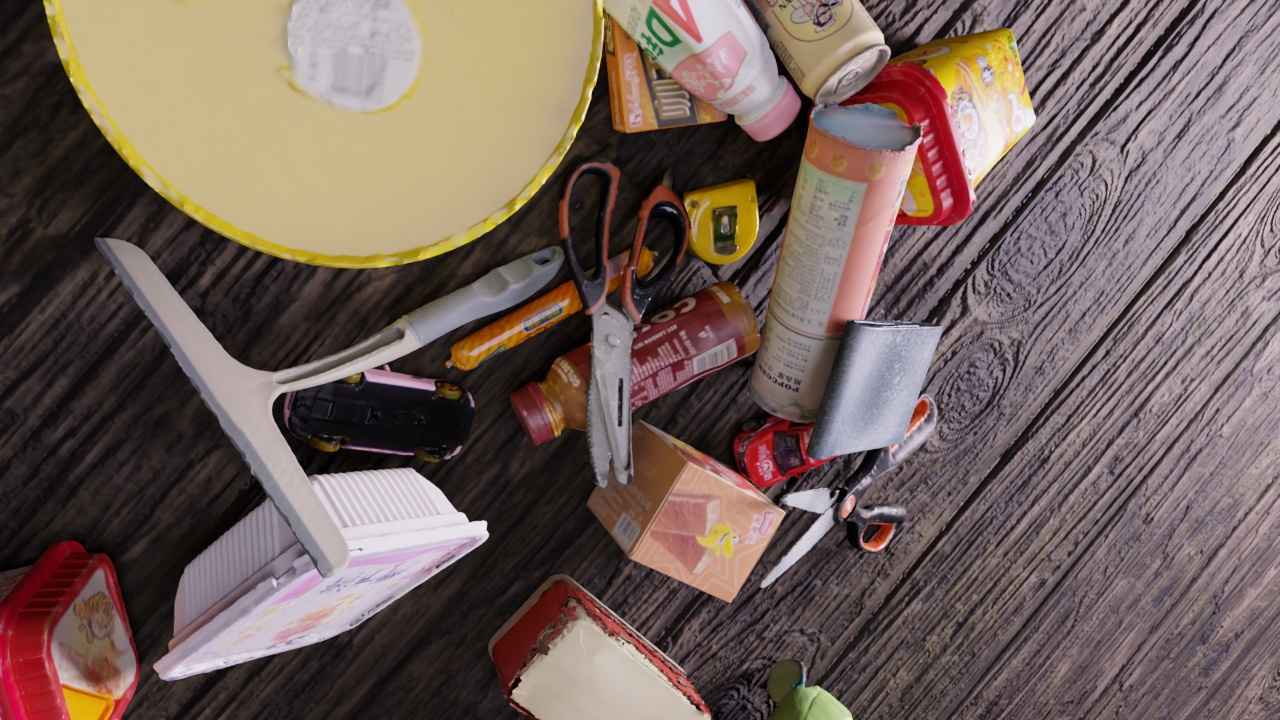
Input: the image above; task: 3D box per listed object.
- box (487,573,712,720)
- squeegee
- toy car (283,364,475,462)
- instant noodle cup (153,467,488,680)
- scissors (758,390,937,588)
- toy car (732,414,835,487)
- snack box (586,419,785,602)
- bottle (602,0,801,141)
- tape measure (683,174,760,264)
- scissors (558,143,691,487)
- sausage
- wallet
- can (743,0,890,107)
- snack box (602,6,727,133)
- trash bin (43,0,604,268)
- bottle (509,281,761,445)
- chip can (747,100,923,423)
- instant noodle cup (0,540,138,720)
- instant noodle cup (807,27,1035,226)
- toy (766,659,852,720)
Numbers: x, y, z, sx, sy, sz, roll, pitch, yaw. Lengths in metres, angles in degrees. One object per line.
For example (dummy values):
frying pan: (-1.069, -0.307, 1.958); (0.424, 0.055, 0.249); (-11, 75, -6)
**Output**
box: (-0.024, 0.247, 0.689); (0.091, 0.079, 0.168); (-46, 117, -3)
squeegee: (-0.145, -0.019, 0.554); (0.245, 0.246, 0.039); (-28, 156, -36)
toy car: (-0.166, 0.032, 0.591); (0.122, 0.037, 0.056); (13, 104, -38)
instant noodle cup: (-0.194, 0.120, 0.544); (0.174, 0.060, 0.137); (-37, 159, 27)
scissors: (0.169, 0.110, 0.711); (0.220, 0.022, 0.224); (-49, 141, -19)
toy car: (0.130, 0.058, 0.715); (0.120, 0.045, 0.053); (-25, 112, -12)
snack box: (0.031, 0.106, 0.661); (0.094, 0.093, 0.077); (29, 93, -27)
bottle: (0.024, -0.211, 0.550); (0.197, 0.068, 0.068); (40, 88, -31)
tape measure: (0.057, -0.096, 0.646); (0.060, 0.029, 0.057); (-16, 112, -17)
scissors: (-0.005, -0.029, 0.602); (0.194, 0.015, 0.206); (-37, 94, -17)
sausage: (-0.058, -0.037, 0.621); (0.165, 0.021, 0.021); (-29, 114, -11)
wallet: (0.165, 0.019, 0.641); (0.120, 0.019, 0.097); (-1, 113, -45)
can: (0.103, -0.223, 0.581); (0.058, 0.059, 0.116); (-29, 78, -12)
snack box: (0.013, -0.229, 0.590); (0.075, 0.026, 0.154); (-12, 110, -18)
trash bin: (-0.143, -0.153, 0.420); (0.229, 0.255, 0.230); (-7, 108, -21)
bottle: (-0.004, 0.004, 0.635); (0.174, 0.057, 0.057); (-25, 114, -14)
chip can: (0.126, -0.061, 0.620); (0.071, 0.071, 0.215); (-9, 131, -20)
instant noodle cup: (-0.369, 0.176, 0.514); (0.124, 0.116, 0.117); (-7, 108, -8)
instant noodle cup: (0.202, -0.168, 0.645); (0.123, 0.116, 0.116); (-37, 116, -21)
toy: (0.113, 0.377, 0.744); (0.090, 0.226, 0.247); (17, 93, 18)
